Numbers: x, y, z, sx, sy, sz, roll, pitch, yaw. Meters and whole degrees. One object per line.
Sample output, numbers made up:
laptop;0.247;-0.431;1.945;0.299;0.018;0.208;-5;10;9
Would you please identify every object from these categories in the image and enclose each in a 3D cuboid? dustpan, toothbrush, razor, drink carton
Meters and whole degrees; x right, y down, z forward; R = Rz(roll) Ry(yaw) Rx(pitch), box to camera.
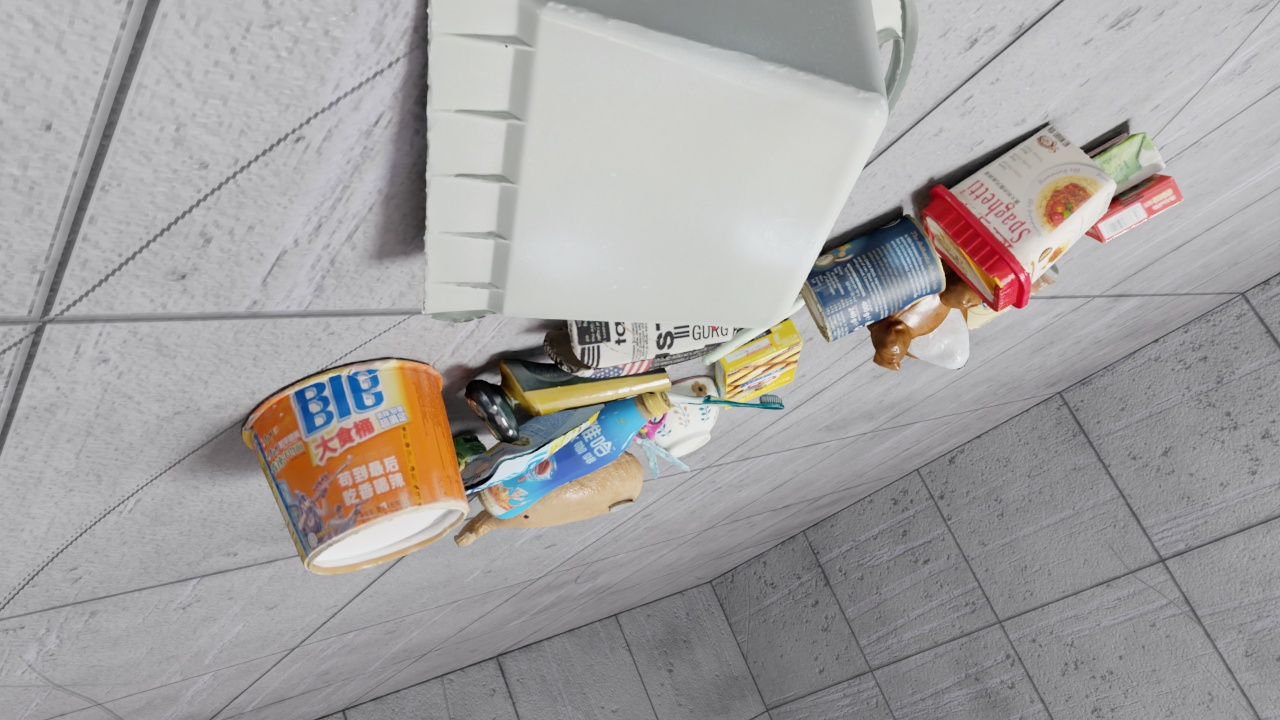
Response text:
dustpan;0.026;-0.124;0.496;0.257;0.142;0.223;9;142;-8
toothbrush;0.069;0.039;0.973;0.191;0.018;0.016;5;160;-22
razor;-0.056;0.025;0.742;0.167;0.067;0.062;-8;179;-16
drink carton;0.413;-0.165;0.855;0.123;0.045;0.053;-31;180;20
toothbrush;0.137;-0.043;0.894;0.190;0.020;0.029;-31;162;24

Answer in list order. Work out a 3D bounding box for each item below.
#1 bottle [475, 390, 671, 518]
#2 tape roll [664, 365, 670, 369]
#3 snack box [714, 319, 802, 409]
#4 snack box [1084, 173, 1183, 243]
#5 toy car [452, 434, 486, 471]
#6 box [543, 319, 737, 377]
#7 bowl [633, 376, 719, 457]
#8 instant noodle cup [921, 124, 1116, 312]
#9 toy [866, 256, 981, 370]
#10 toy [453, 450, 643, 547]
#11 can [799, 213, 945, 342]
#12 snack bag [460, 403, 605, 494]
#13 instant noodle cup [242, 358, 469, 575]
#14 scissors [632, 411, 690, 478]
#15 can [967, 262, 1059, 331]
bottle;-0.067;0.088;0.929;0.219;0.065;0.065;-30;161;16
tape roll;-0.005;0.005;0.860;0.085;0.014;0.086;-22;161;-8
snack box;0.126;0.007;0.999;0.087;0.033;0.140;-23;163;-3
snack box;0.458;-0.152;0.886;0.075;0.025;0.152;-30;-174;18
toy car;-0.185;0.102;0.866;0.091;0.036;0.043;-33;161;17
box;-0.001;-0.024;0.731;0.162;0.076;0.088;-14;-179;-37
bowl;0.041;0.071;1.022;0.113;0.062;0.113;-22;163;-7
instant noodle cup;0.322;-0.123;0.780;0.124;0.116;0.116;-40;159;9
toy;0.290;-0.047;0.932;0.140;0.130;0.199;-35;169;13
toy;-0.102;0.153;1.042;0.225;0.082;0.144;-10;155;-31
can;0.198;-0.071;0.806;0.111;0.075;0.075;-25;162;4
snack bag;-0.109;0.080;0.804;0.110;0.039;0.190;-17;-173;27
instant noodle cup;-0.202;0.083;0.678;0.151;0.111;0.151;-22;162;-8
scissors;-0.002;0.087;0.981;0.113;0.017;0.134;0;137;11
can;0.414;-0.086;1.054;0.117;0.058;0.058;-37;158;35
